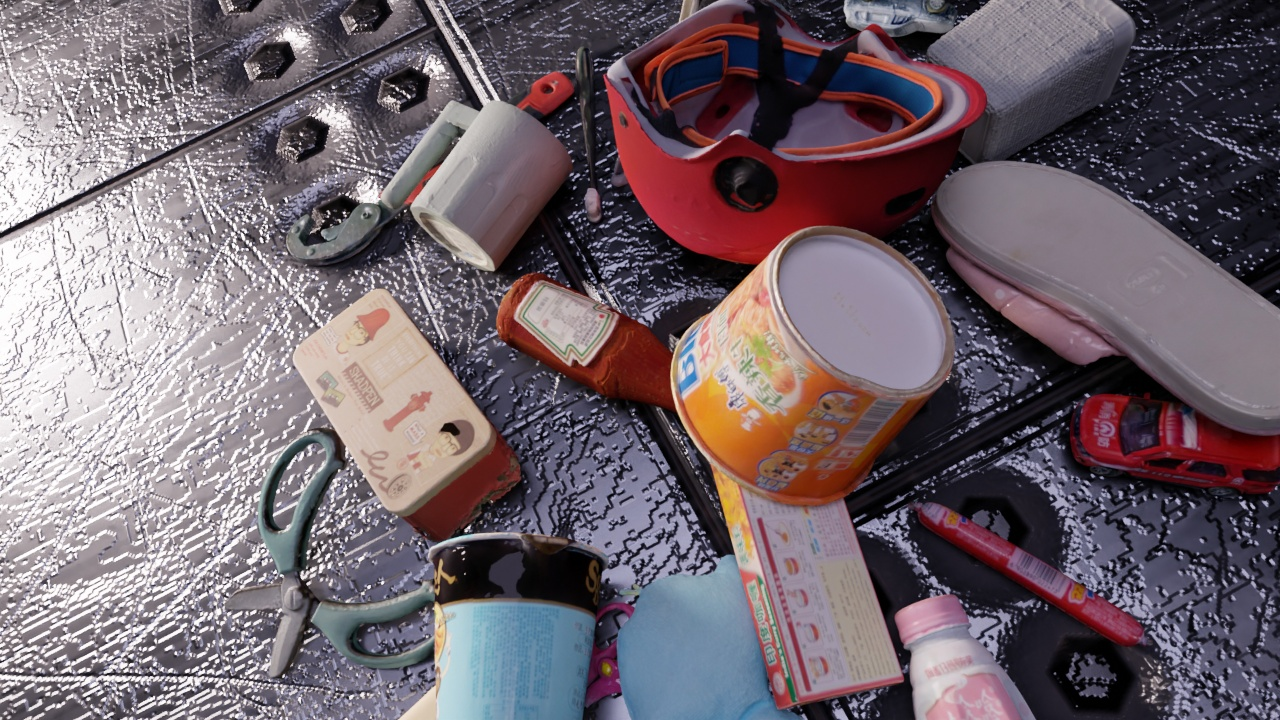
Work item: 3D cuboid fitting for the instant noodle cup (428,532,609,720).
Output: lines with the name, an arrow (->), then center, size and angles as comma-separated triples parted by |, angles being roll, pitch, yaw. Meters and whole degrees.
instant noodle cup -> -0.075, 0.174, 0.540 | 0.111, 0.111, 0.120 | -4, 62, 8

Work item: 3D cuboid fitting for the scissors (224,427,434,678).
scissors -> -0.196, 0.133, 0.618 | 0.170, 0.019, 0.173 | 7, 82, 10

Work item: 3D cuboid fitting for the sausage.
sausage -> 0.235, 0.128, 0.561 | 0.156, 0.020, 0.020 | 32, 74, 21

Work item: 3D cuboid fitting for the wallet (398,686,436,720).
wallet -> -0.134, 0.262, 0.560 | 0.115, 0.024, 0.087 | -41, 65, -11

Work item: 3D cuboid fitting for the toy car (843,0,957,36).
toy car -> 0.209, -0.281, 0.740 | 0.091, 0.043, 0.034 | 17, 97, 19

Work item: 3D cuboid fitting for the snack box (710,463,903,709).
snack box -> 0.100, 0.126, 0.562 | 0.077, 0.027, 0.155 | -1, 61, -25

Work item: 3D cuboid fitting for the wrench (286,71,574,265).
wrench -> -0.171, -0.160, 0.764 | 0.273, 0.016, 0.056 | -34, 65, -6

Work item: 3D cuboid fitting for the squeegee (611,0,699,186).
squeegee -> 0.023, -0.244, 0.757 | 0.247, 0.039, 0.246 | 7, 72, 31

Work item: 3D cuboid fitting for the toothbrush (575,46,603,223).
toothbrush -> -0.043, -0.192, 0.757 | 0.016, 0.018, 0.180 | -9, 63, 9

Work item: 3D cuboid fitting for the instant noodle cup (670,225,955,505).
instant noodle cup -> 0.108, -0.002, 0.558 | 0.151, 0.112, 0.151 | 12, 54, -17

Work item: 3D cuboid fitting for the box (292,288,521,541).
box -> -0.159, 0.039, 0.645 | 0.091, 0.079, 0.168 | -39, 59, -8

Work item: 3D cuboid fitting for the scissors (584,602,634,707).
scissors -> -0.043, 0.210, 0.575 | 0.135, 0.017, 0.063 | -40, 69, -5

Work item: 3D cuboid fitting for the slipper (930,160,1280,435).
slipper -> 0.307, -0.045, 0.604 | 0.114, 0.054, 0.274 | -34, 54, -15

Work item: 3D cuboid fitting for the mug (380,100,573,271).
mug -> -0.130, -0.140, 0.713 | 0.124, 0.084, 0.103 | 27, 75, 23

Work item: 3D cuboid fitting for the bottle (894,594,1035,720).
bottle -> 0.195, 0.228, 0.499 | 0.068, 0.068, 0.196 | -17, 60, 2

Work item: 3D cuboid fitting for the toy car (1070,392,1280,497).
toy car -> 0.332, 0.049, 0.568 | 0.121, 0.045, 0.052 | 7, 66, 15

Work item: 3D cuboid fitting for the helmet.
helmet -> 0.099, -0.140, 0.631 | 0.240, 0.144, 0.206 | 23, 47, 23

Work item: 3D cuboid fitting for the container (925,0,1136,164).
container -> 0.275, -0.211, 0.672 | 0.114, 0.090, 0.090 | -34, 64, -3

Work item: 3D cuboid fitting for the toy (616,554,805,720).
toy -> 0.041, 0.197, 0.543 | 0.156, 0.050, 0.161 | 35, 62, 7

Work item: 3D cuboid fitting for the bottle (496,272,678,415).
bottle -> -0.004, 0.004, 0.637 | 0.206, 0.060, 0.059 | 27, 73, 17
